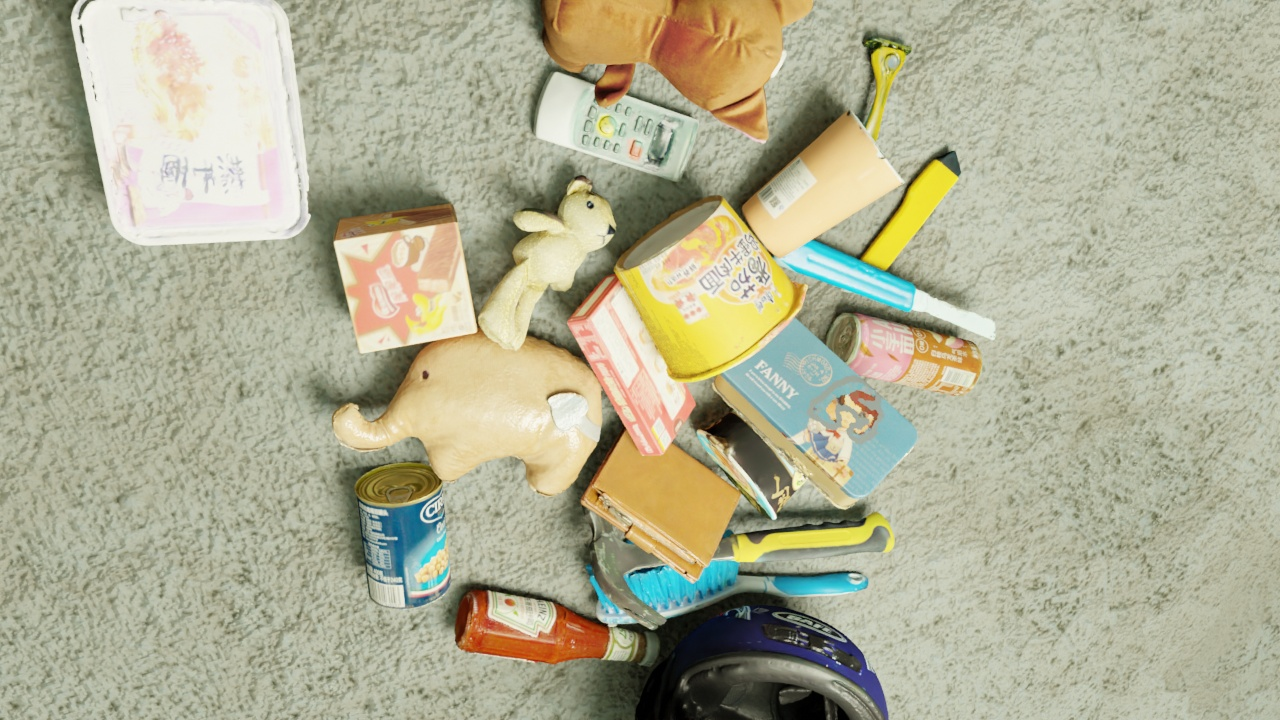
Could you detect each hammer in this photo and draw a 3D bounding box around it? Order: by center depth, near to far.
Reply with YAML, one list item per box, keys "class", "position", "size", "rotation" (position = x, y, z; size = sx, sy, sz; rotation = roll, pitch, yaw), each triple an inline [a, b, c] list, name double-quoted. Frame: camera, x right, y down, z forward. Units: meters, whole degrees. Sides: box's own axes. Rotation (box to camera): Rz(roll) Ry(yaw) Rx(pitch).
- class: "hammer"
  position: [0.106, 0.184, 0.889]
  size: [0.322, 0.126, 0.032]
  rotation: [0, 149, -22]

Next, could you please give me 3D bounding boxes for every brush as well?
- class: "brush"
  position: [0.098, 0.219, 0.943]
  size: [0.314, 0.060, 0.110]
  rotation: [-9, 118, -14]

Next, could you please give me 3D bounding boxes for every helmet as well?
- class: "helmet"
  position: [0.122, 0.354, 0.869]
  size: [0.247, 0.316, 0.239]
  rotation: [18, 62, 1]

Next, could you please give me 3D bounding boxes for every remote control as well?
- class: "remote control"
  position: [-0.020, -0.194, 0.764]
  size: [0.135, 0.019, 0.056]
  rotation: [14, 107, -20]

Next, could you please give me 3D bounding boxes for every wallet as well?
- class: "wallet"
  position: [0.021, 0.126, 0.845]
  size: [0.132, 0.107, 0.031]
  rotation: [35, 142, -6]

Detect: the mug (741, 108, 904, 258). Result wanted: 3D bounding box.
- class: "mug"
  position: [0.152, -0.147, 0.789]
  size: [0.123, 0.078, 0.078]
  rotation: [-36, 116, 19]

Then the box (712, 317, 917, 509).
- class: "box"
  position: [0.144, 0.038, 0.798]
  size: [0.184, 0.061, 0.089]
  rotation: [42, 73, 8]

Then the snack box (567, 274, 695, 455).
- class: "snack box"
  position: [-0.005, 0.005, 0.819]
  size: [0.026, 0.075, 0.153]
  rotation: [-8, 122, 37]

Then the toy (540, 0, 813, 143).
- class: "toy"
  position: [0.023, -0.255, 0.702]
  size: [0.199, 0.130, 0.140]
  rotation: [16, 108, 2]

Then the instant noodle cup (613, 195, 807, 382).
- class: "instant noodle cup"
  position: [0.052, -0.066, 0.778]
  size: [0.138, 0.138, 0.110]
  rotation: [-35, 107, 0]

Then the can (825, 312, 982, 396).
- class: "can"
  position: [0.257, -0.005, 0.891]
  size: [0.147, 0.058, 0.058]
  rotation: [12, 107, -19]

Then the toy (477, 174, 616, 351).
- class: "toy"
  position: [-0.076, -0.077, 0.755]
  size: [0.157, 0.066, 0.105]
  rotation: [-55, 145, -14]

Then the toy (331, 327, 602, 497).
- class: "toy"
  position: [-0.143, 0.038, 0.788]
  size: [0.226, 0.082, 0.143]
  rotation: [10, 90, -15]

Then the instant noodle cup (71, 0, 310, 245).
- class: "instant noodle cup"
  position: [-0.318, -0.177, 0.669]
  size: [0.138, 0.060, 0.174]
  rotation: [-5, 113, -13]

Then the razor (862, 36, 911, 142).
- class: "razor"
  position: [0.203, -0.215, 0.815]
  size: [0.043, 0.028, 0.133]
  rotation: [7, 111, -21]

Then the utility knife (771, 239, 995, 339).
- class: "utility knife"
  position: [0.234, -0.066, 0.861]
  size: [0.236, 0.018, 0.034]
  rotation: [20, 102, -10]

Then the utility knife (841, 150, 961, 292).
- class: "utility knife"
  position: [0.244, -0.127, 0.864]
  size: [0.033, 0.015, 0.164]
  rotation: [35, 100, -17]

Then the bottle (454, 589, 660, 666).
- class: "bottle"
  position: [-0.078, 0.272, 0.909]
  size: [0.206, 0.059, 0.060]
  rotation: [16, 106, -20]

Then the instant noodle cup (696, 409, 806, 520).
- class: "instant noodle cup"
  position: [0.133, 0.071, 0.866]
  size: [0.120, 0.111, 0.111]
  rotation: [-39, 115, -6]

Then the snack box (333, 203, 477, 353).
- class: "snack box"
  position: [-0.187, -0.068, 0.737]
  size: [0.094, 0.077, 0.093]
  rotation: [-11, 113, -11]

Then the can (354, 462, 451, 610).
- class: "can"
  position: [-0.210, 0.157, 0.819]
  size: [0.075, 0.075, 0.111]
  rotation: [-5, 112, -13]
